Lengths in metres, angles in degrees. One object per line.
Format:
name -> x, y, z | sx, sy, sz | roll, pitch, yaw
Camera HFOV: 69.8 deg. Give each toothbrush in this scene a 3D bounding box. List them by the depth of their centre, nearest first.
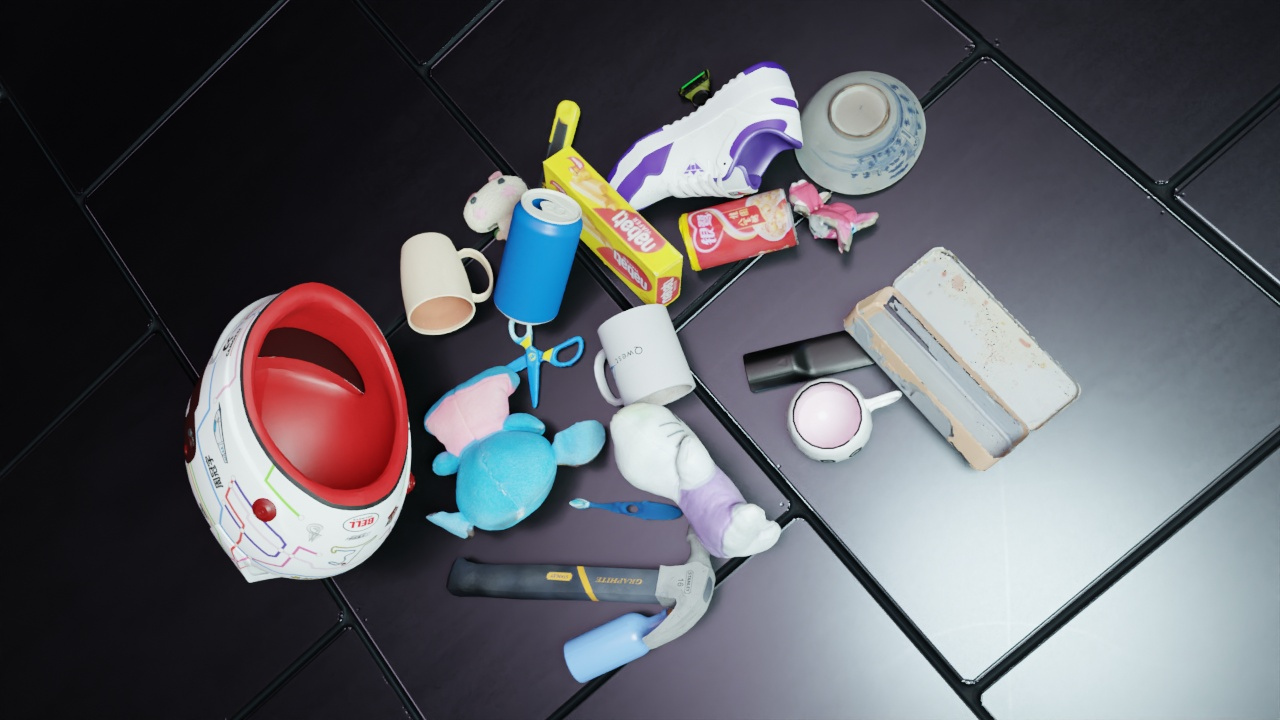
toothbrush -> -0.018, 0.168, 1.043 | 0.132, 0.016, 0.021 | 3, 83, 16

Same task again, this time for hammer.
hammer -> -0.072, 0.241, 1.020 | 0.313, 0.035, 0.139 | -2, 52, 20

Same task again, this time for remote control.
remote control -> 0.186, -0.002, 1.017 | 0.140, 0.021, 0.045 | -14, 78, 11

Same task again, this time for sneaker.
sneaker -> 0.078, -0.218, 1.031 | 0.245, 0.091, 0.111 | -31, 69, 24

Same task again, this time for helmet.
helmet -> -0.392, 0.093, 1.044 | 0.237, 0.230, 0.314 | -26, 77, 42

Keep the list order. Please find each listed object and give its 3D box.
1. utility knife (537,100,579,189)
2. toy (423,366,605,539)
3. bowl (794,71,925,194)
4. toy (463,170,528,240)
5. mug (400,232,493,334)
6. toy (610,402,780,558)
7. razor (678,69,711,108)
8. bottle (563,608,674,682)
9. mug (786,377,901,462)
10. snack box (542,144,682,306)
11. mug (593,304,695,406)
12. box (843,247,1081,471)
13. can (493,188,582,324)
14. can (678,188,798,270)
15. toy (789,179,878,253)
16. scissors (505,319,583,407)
utility knife -> -0.114, -0.209, 1.137 | 0.029, 0.020, 0.233 | 11, 85, 19
toy -> -0.162, 0.097, 1.058 | 0.224, 0.099, 0.191 | -31, 64, 4
bowl -> 0.245, -0.267, 1.027 | 0.151, 0.057, 0.150 | -3, 75, 12
toy -> -0.176, -0.191, 1.134 | 0.087, 0.050, 0.112 | -33, 57, 3
mug -> -0.237, -0.100, 1.122 | 0.111, 0.085, 0.104 | -11, 63, -16
toy -> 0.050, 0.127, 0.969 | 0.085, 0.137, 0.209 | -48, 63, -1
razor -> 0.089, -0.275, 1.091 | 0.044, 0.021, 0.144 | -29, 73, 28
bottle -> -0.017, 0.304, 1.002 | 0.131, 0.048, 0.048 | -27, 74, 9
mug -> 0.215, 0.057, 0.969 | 0.124, 0.076, 0.090 | -20, 76, 10
snack box -> -0.033, -0.151, 1.061 | 0.042, 0.092, 0.200 | -39, 72, -17
mug -> -0.006, 0.006, 1.043 | 0.120, 0.083, 0.096 | -32, 71, 37
box -> 0.335, -0.004, 0.964 | 0.156, 0.071, 0.216 | -38, 73, -7
can -> -0.118, -0.116, 1.055 | 0.079, 0.078, 0.146 | 34, 129, 18
can -> 0.111, -0.148, 1.039 | 0.124, 0.066, 0.066 | -13, 77, 12
toy -> 0.208, -0.161, 1.031 | 0.065, 0.050, 0.102 | -35, 64, -30
scissors -> -0.130, -0.009, 1.105 | 0.125, 0.014, 0.130 | -27, 74, 9
